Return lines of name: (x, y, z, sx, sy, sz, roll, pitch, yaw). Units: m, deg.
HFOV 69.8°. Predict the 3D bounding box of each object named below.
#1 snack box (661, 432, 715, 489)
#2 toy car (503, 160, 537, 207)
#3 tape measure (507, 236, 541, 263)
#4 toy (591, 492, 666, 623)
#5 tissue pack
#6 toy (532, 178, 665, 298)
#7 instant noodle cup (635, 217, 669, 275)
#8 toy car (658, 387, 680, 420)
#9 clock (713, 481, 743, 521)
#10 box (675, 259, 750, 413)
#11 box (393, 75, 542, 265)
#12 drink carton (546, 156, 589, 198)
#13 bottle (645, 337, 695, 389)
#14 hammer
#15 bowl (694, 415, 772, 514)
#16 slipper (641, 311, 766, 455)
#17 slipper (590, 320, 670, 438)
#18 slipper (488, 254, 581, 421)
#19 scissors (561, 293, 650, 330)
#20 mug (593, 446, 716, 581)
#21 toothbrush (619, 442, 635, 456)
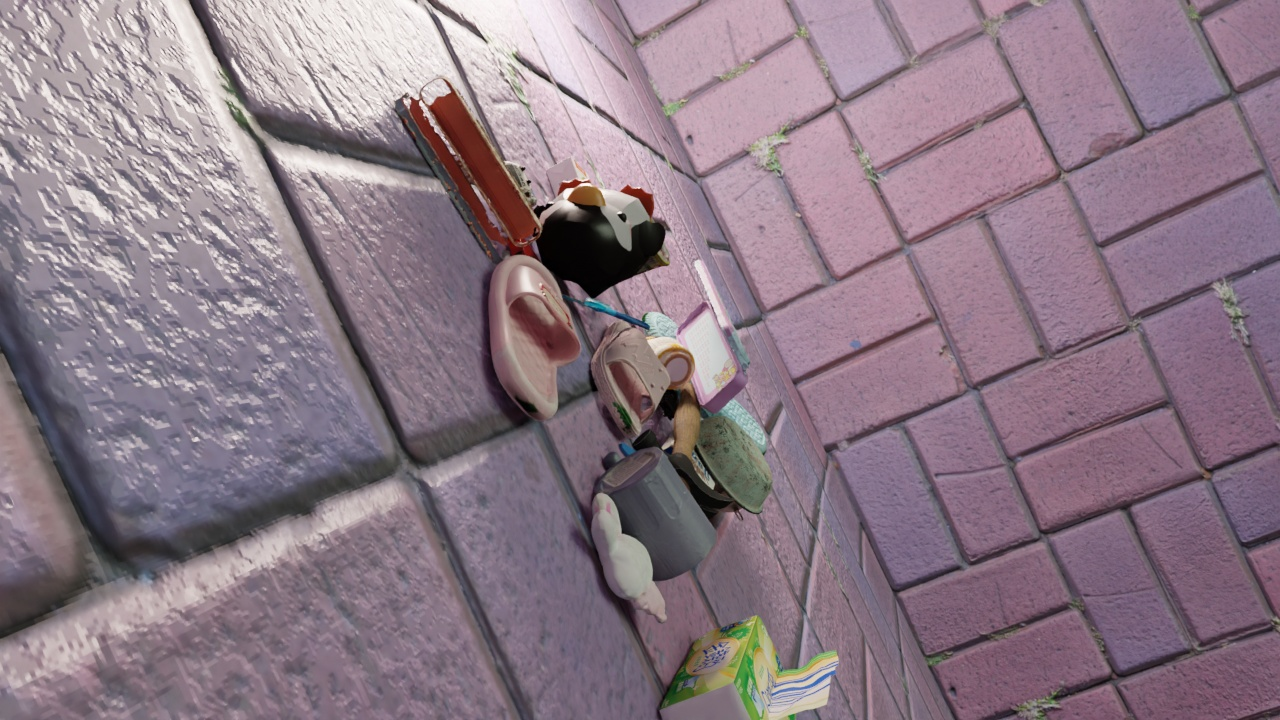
snack box: (0.063, 0.133, 1.182, 0.082, 0.026, 0.150, 55, 10, 1)
toy car: (-0.141, -0.200, 1.035, 0.048, 0.040, 0.112, 65, 13, 0)
tape measure: (-0.121, -0.103, 0.978, 0.051, 0.019, 0.059, 54, 9, -43)
toy: (-0.013, 0.184, 0.831, 0.125, 0.037, 0.075, 62, 10, -11)
tissue pack: (0.118, 0.314, 0.864, 0.120, 0.141, 0.197, 64, 14, -3)
toy: (-0.059, -0.128, 1.028, 0.183, 0.159, 0.140, -58, 157, -77)
instant noodle cup: (-0.029, -0.146, 1.204, 0.102, 0.108, 0.102, 57, 16, -26)
toy car: (0.038, 0.042, 1.270, 0.040, 0.037, 0.092, 57, 16, -29)
clock: (0.116, 0.174, 1.294, 0.093, 0.055, 0.140, 43, 19, -40)
box: (0.100, -0.037, 1.246, 0.214, 0.062, 0.140, -105, -159, -57)
box: (-0.164, -0.186, 0.897, 0.187, 0.055, 0.076, 58, 48, -21)
drink carton: (-0.086, -0.217, 1.267, 0.058, 0.040, 0.122, 34, 33, -64)
bottle: (0.030, -0.002, 1.245, 0.063, 0.063, 0.109, 58, -8, -24)
hammer: (0.059, 0.092, 1.122, 0.132, 0.040, 0.305, 48, 15, -8)
bowl: (0.131, 0.132, 1.247, 0.157, 0.039, 0.157, 46, 18, -20)
slipper: (0.083, 0.047, 1.366, 0.276, 0.070, 0.115, 49, 19, -2)
slipper: (-0.007, 0.007, 1.117, 0.094, 0.064, 0.239, 59, 13, -19)
slipper: (-0.098, -0.029, 0.859, 0.107, 0.056, 0.221, 54, 18, -30)
scissors: (-0.039, -0.059, 1.106, 0.113, 0.013, 0.140, 25, 4, 12)
mug: (0.008, 0.146, 0.917, 0.104, 0.083, 0.124, 58, -9, -16)
toothbrush: (0.016, 0.134, 1.089, 0.166, 0.014, 0.016, 42, 26, -48)
